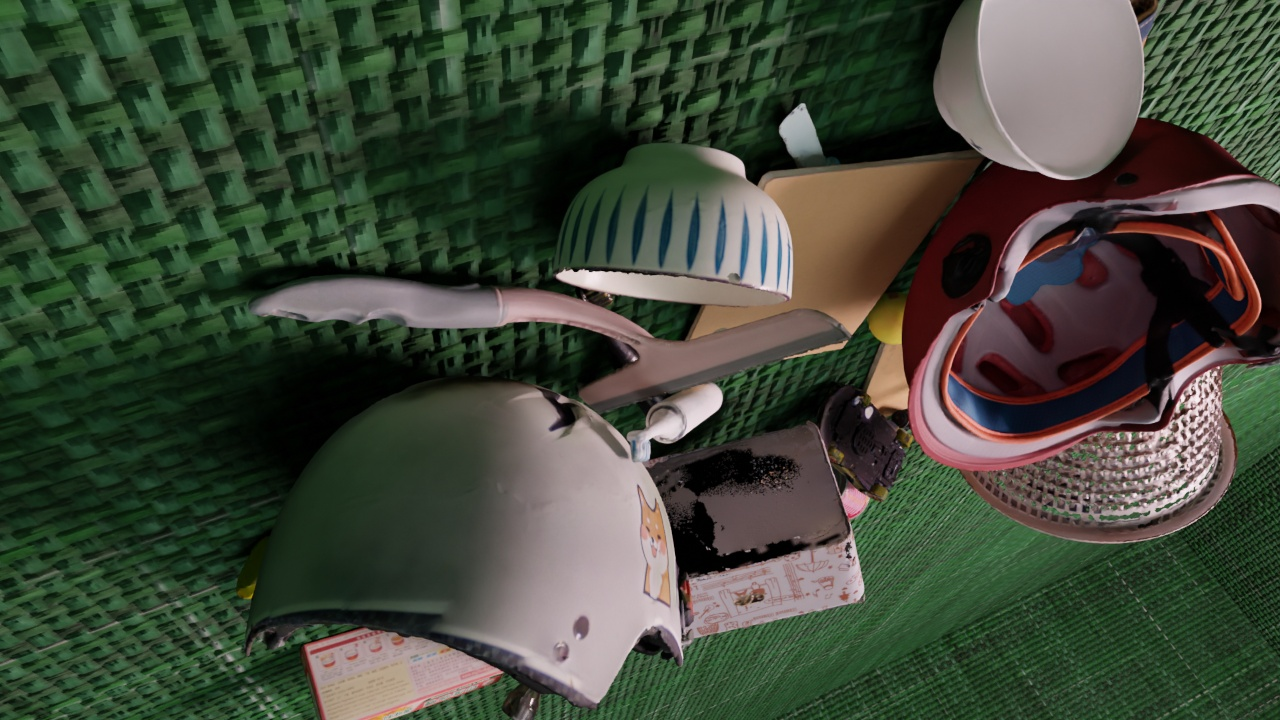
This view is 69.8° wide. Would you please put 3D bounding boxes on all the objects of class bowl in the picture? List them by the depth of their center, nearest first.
[{"bbox_3d":[0.018,-0.066,0.446,0.116,0.066,0.116,7,178,0],"label":"bowl"},{"bbox_3d":[0.194,-0.148,0.475,0.118,0.118,0.065,-14,-173,-25],"label":"bowl"}]

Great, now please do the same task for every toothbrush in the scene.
[{"bbox_3d":[0.023,0.036,0.582,0.027,0.026,0.220,-5,-177,14],"label":"toothbrush"},{"bbox_3d":[-0.004,0.004,0.602,0.027,0.026,0.213,-20,151,6],"label":"toothbrush"}]

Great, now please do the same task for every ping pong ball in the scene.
[{"bbox_3d":[0.194,-0.032,0.700,0.040,0.040,0.040,-21,150,-13],"label":"ping pong ball"}]

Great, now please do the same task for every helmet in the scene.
[{"bbox_3d":[-0.083,0.091,0.526,0.230,0.156,0.274,3,170,17],"label":"helmet"},{"bbox_3d":[0.263,-0.048,0.573,0.206,0.143,0.241,26,129,-29],"label":"helmet"}]

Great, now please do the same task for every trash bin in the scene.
[{"bbox_3d":[0.367,0.002,0.742,0.227,0.227,0.192,-25,133,-7],"label":"trash bin"}]

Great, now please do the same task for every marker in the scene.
[{"bbox_3d":[0.279,0.062,0.925,0.132,0.022,0.020,11,101,-61],"label":"marker"}]

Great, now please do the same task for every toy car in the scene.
[{"bbox_3d":[0.199,0.074,0.838,0.158,0.042,0.070,40,74,-41],"label":"toy car"}]

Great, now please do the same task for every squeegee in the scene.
[{"bbox_3d":[-0.068,-0.021,0.474,0.249,0.040,0.248,9,165,-31],"label":"squeegee"}]

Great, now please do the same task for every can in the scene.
[{"bbox_3d":[0.190,0.126,0.922,0.067,0.066,0.093,-37,150,15],"label":"can"}]

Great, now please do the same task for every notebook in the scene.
[{"bbox_3d":[0.111,-0.054,0.593,0.147,0.008,0.208,-10,151,-21],"label":"notebook"},{"bbox_3d":[0.298,-0.011,0.856,0.211,0.012,0.150,-21,149,-13],"label":"notebook"}]

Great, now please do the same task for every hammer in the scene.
[{"bbox_3d":[-0.157,0.194,0.704,0.323,0.032,0.126,39,78,-46],"label":"hammer"}]

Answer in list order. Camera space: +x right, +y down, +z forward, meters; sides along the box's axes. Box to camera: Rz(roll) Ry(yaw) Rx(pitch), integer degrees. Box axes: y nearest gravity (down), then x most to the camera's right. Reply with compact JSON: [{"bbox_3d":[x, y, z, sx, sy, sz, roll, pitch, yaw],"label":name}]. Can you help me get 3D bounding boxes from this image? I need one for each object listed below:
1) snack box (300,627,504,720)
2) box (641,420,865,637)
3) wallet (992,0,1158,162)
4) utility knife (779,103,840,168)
[{"bbox_3d":[-0.202,0.260,0.787,0.155,0.077,0.027,-10,146,-30],"label":"snack box"},{"bbox_3d":[0.083,0.169,0.765,0.183,0.156,0.194,-14,128,7],"label":"box"},{"bbox_3d":[0.259,-0.163,0.559,0.090,0.033,0.115,-29,152,6],"label":"wallet"},{"bbox_3d":[0.116,-0.094,0.554,0.034,0.018,0.204,-27,153,13],"label":"utility knife"}]
